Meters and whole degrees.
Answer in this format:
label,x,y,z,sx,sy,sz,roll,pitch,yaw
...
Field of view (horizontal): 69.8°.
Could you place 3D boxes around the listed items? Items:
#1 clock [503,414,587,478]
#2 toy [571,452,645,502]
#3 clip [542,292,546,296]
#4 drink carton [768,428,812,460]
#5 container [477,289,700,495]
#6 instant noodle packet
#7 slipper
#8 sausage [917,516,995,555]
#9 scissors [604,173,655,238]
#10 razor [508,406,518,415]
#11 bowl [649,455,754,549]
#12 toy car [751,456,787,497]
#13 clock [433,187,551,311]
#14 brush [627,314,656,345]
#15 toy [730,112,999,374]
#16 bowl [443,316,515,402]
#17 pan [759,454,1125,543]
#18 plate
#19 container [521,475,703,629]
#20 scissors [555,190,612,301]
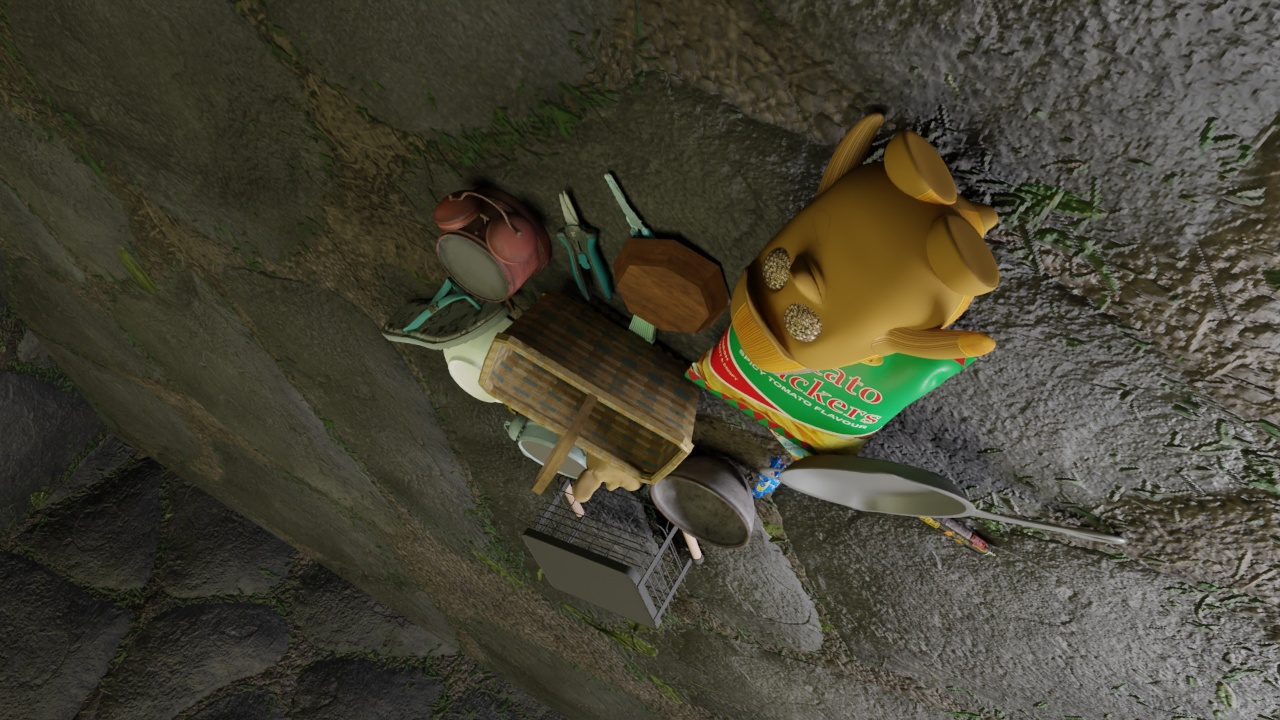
label,x,y,z,sx,sy,sz,roll,pitch,yaw
clock,-0.126,0.122,1.322,0.159,0.045,0.122,15,156,21
toy,-0.022,0.126,1.209,0.106,0.133,0.108,40,128,-15
clip,-0.101,-0.066,1.106,0.047,0.039,0.053,28,150,3
drink carton,0.180,0.088,1.016,0.044,0.038,0.129,-12,126,50
container,-0.069,0.062,1.048,0.250,0.185,0.158,30,151,-3
instant noodle packet,0.163,0.007,0.874,0.195,0.090,0.253,31,147,1
slipper,-0.269,-0.061,1.187,0.269,0.098,0.055,-1,134,46
sausage,0.323,0.173,1.014,0.155,0.020,0.020,33,149,4
scissors,-0.001,-0.132,0.918,0.063,0.015,0.139,7,143,41
razor,-0.132,0.058,1.283,0.106,0.042,0.026,3,134,27
bowl,0.090,0.173,1.188,0.145,0.067,0.145,25,147,17
toy car,0.174,0.151,1.109,0.062,0.033,0.092,35,149,14
clock,-0.167,-0.133,1.018,0.120,0.072,0.158,29,149,10
brush,-0.007,0.007,1.113,0.033,0.012,0.218,29,150,10
toy,0.152,-0.063,0.696,0.204,0.162,0.198,-33,69,37
bowl,-0.205,0.003,1.237,0.153,0.072,0.154,25,148,16
pan,0.299,0.137,0.924,0.355,0.024,0.216,10,164,11
plate,0.027,-0.071,0.945,0.131,0.025,0.131,18,146,13
container,-0.045,0.288,1.410,0.242,0.130,0.163,14,143,31
scissors,-0.056,-0.118,0.985,0.137,0.019,0.130,34,141,-12
